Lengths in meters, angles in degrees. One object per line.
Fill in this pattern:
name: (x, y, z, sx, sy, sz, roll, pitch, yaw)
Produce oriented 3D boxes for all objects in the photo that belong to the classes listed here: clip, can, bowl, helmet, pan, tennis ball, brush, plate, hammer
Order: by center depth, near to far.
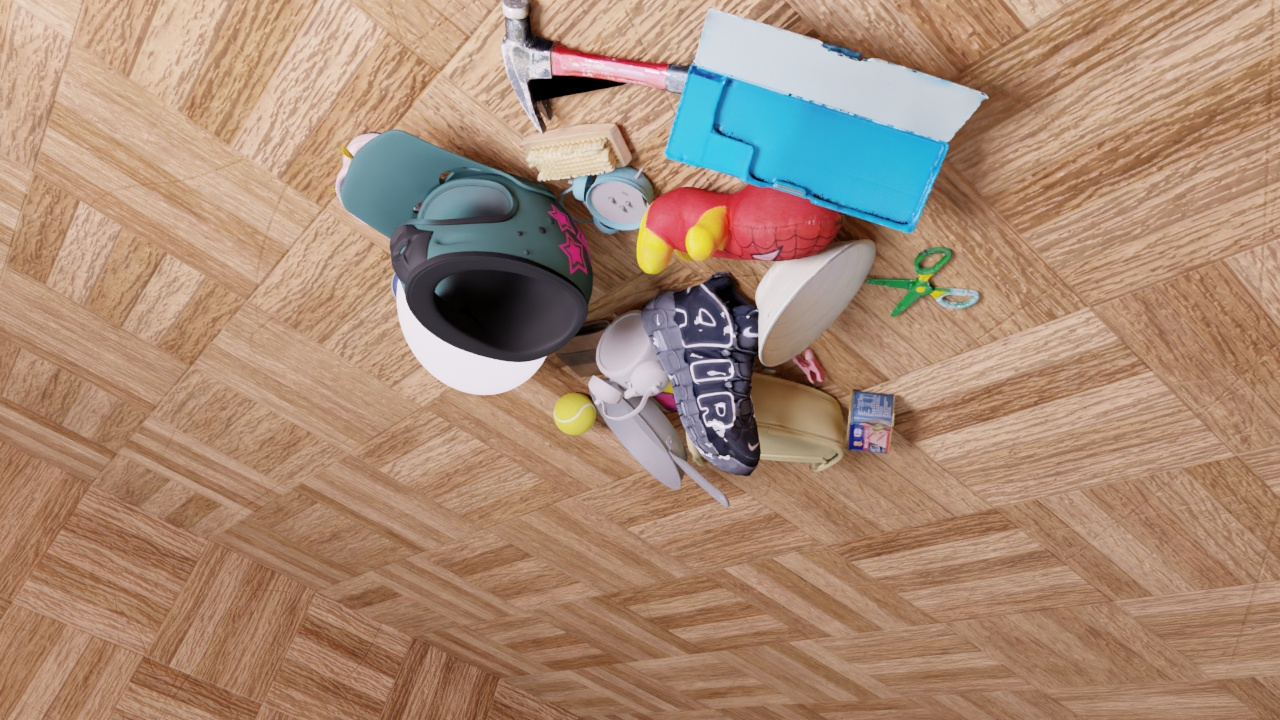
hammer: (0.026, -0.266, 0.889, 0.326, 0.036, 0.141, 11, 144, 9)
brush: (-0.071, -0.222, 0.989, 0.117, 0.039, 0.049, -2, 140, 26)
helmet: (-0.180, -0.127, 1.009, 0.274, 0.200, 0.177, 21, 125, -43)
bowl: (0.177, -0.078, 1.010, 0.058, 0.176, 0.177, 45, 153, 22)
plate: (-0.217, -0.064, 1.161, 0.230, 0.030, 0.229, 5, 104, 19)
clip: (0.217, 0.008, 1.199, 0.044, 0.023, 0.060, 6, 143, 24)
can: (0.310, 0.084, 1.237, 0.059, 0.053, 0.100, 6, 145, 14)
pan: (0.035, 0.121, 1.270, 0.357, 0.050, 0.201, 24, 149, 58)
tennis ball: (-0.101, 0.082, 1.407, 0.065, 0.065, 0.065, 12, 146, 8)

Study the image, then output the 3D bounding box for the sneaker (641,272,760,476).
sneaker: (0.113, 0.003, 1.093, 0.151, 0.252, 0.097, -36, 159, 34)

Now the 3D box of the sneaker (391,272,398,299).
sneaker: (-0.212, -0.075, 1.215, 0.241, 0.116, 0.091, 18, 178, -7)

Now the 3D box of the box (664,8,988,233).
box: (0.158, -0.220, 0.817, 0.243, 0.070, 0.171, 17, 140, 0)

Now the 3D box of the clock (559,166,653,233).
clock: (-0.038, -0.178, 1.032, 0.123, 0.041, 0.087, -6, 139, 32)

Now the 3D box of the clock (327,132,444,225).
clock: (-0.289, -0.200, 1.100, 0.158, 0.058, 0.117, 27, 145, -14)

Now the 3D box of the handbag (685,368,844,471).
handbag: (0.173, 0.091, 1.259, 0.232, 0.088, 0.191, 5, 152, -9)

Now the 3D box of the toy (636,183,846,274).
toy: (0.105, -0.144, 0.951, 0.217, 0.147, 0.099, -5, 111, 32)

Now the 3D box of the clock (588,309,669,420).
clock: (-0.007, 0.007, 1.182, 0.120, 0.159, 0.061, -14, 144, 38)

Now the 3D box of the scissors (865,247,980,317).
scissors: (0.322, -0.082, 1.034, 0.130, 0.011, 0.126, 22, 145, -6)

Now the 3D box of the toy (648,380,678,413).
toy: (0.037, 0.043, 1.309, 0.094, 0.041, 0.095, -2, 145, 39)

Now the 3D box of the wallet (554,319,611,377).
wallet: (-0.064, -0.013, 1.293, 0.121, 0.026, 0.098, -10, 139, 36)
